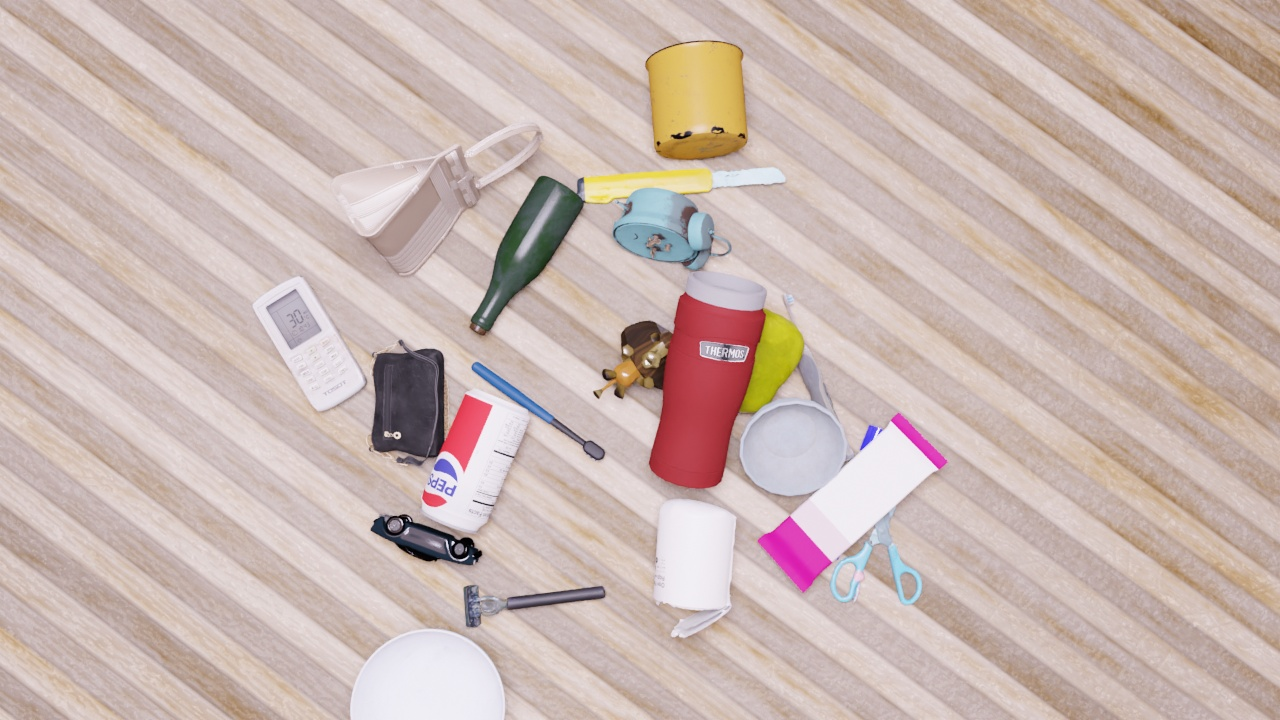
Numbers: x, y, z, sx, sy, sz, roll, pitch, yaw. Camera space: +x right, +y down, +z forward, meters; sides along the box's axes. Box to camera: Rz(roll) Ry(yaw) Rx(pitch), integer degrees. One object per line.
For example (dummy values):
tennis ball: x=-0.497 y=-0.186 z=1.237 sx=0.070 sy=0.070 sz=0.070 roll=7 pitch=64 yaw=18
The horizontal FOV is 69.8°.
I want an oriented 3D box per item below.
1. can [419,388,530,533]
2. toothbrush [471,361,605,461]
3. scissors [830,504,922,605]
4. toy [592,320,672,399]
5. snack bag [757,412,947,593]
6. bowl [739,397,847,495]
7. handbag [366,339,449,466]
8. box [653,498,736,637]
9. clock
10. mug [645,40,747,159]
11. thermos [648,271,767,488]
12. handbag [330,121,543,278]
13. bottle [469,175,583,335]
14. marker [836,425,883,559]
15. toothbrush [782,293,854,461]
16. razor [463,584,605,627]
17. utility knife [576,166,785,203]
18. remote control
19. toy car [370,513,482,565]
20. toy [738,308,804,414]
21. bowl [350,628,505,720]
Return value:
can: x=-0.165 y=0.099 z=0.917 sx=0.070 sy=0.070 sz=0.132 roll=22 pitch=85 yaw=0
toothbrush: x=-0.106 y=0.052 z=0.949 sx=0.168 sy=0.014 sz=0.014 roll=35 pitch=74 yaw=5
scissors: x=0.259 y=0.196 z=0.948 sx=0.111 sy=0.015 sz=0.140 roll=26 pitch=90 yaw=1
toy: x=-0.006 y=0.005 z=0.930 sx=0.100 sy=0.063 sz=0.076 roll=-39 pitch=105 yaw=-22
snack bag: x=0.214 y=0.143 z=0.930 sx=0.196 sy=0.016 sz=0.070 roll=-43 pitch=75 yaw=2
bowl: x=0.153 y=0.081 z=0.931 sx=0.106 sy=0.039 sz=0.106 roll=1 pitch=112 yaw=2
handbag: x=-0.238 y=0.043 z=0.929 sx=0.079 sy=0.054 sz=0.128 roll=0 pitch=87 yaw=2
box: x=0.057 y=0.211 z=0.911 sx=0.089 sy=0.080 sz=0.143 roll=8 pitch=86 yaw=-17
clock: x=0.033 y=-0.132 z=0.934 sx=0.124 sy=0.090 sz=0.053 roll=14 pitch=75 yaw=0
mug: x=0.067 y=-0.262 z=0.947 sx=0.123 sy=0.101 sz=0.094 roll=-2 pitch=86 yaw=-43
thermos: x=0.061 y=0.014 z=0.901 sx=0.084 sy=0.108 sz=0.199 roll=7 pitch=109 yaw=-14
handbag: x=-0.179 y=-0.171 z=0.890 sx=0.198 sy=0.176 sz=0.062 roll=-33 pitch=86 yaw=-6
bottle: x=-0.124 y=-0.103 z=0.944 sx=0.055 sy=0.055 sz=0.174 roll=31 pitch=86 yaw=1
marker: x=0.220 y=0.136 z=0.949 sx=0.020 sy=0.020 sz=0.141 roll=22 pitch=85 yaw=0
toothbrush: x=0.180 y=0.017 z=0.958 sx=0.024 sy=0.022 sz=0.185 roll=-19 pitch=85 yaw=-3
razor: x=-0.107 y=0.243 z=0.930 sx=0.144 sy=0.022 sz=0.043 roll=-6 pitch=86 yaw=-2
utility knife: x=0.042 y=-0.188 z=0.973 sx=0.224 sy=0.019 sz=0.030 roll=-4 pitch=91 yaw=3
remote control: x=-0.339 y=-0.017 z=0.944 sx=0.060 sy=0.025 sz=0.138 roll=-32 pitch=87 yaw=-4
toy car: x=-0.215 y=0.183 z=0.921 sx=0.112 sy=0.046 sz=0.034 roll=20 pitch=83 yaw=2
toy: x=0.115 y=0.000 z=0.942 sx=0.090 sy=0.051 sz=0.110 roll=23 pitch=88 yaw=-1
bowl: x=-0.200 y=0.328 z=0.894 sx=0.144 sy=0.074 sz=0.144 roll=0 pitch=85 yaw=-2
